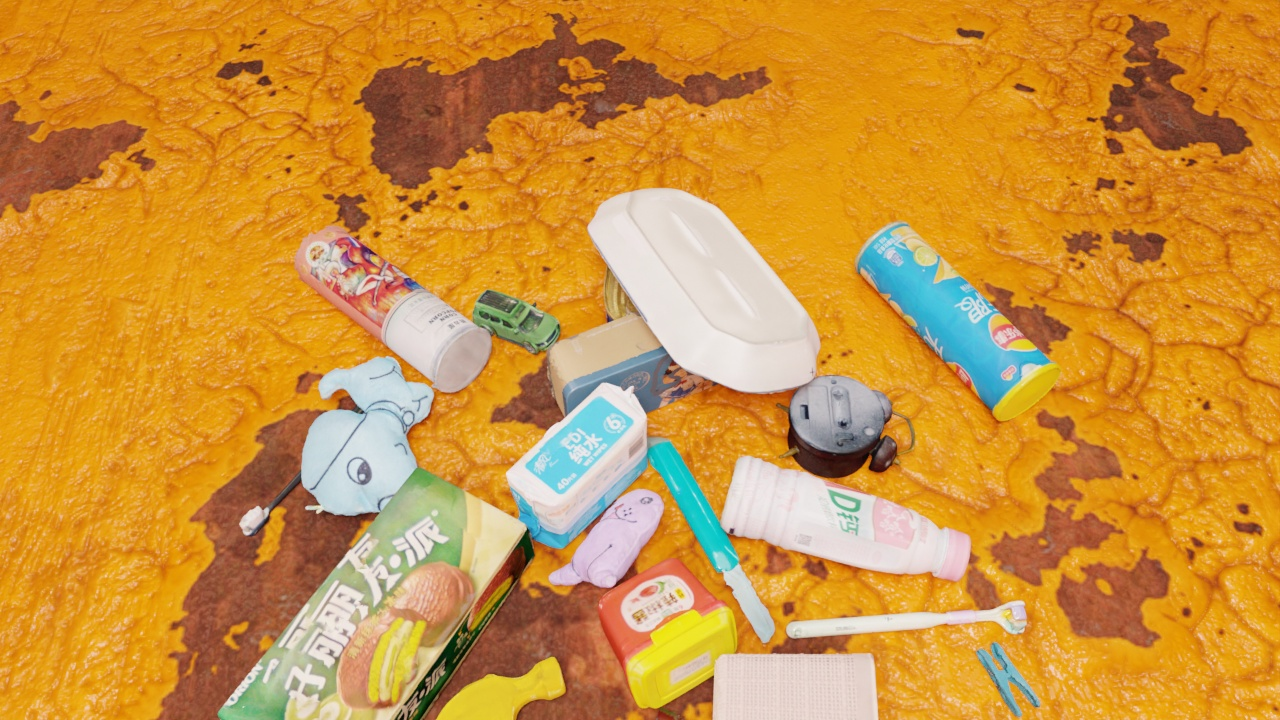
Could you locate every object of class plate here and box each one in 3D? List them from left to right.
[{"bbox_3d":[0.061,-0.077,0.825,0.161,0.034,0.265,-7,49,-32],"label":"plate"}]

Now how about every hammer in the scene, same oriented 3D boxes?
[{"bbox_3d":[-0.068,0.359,0.621,0.128,0.033,0.300,-20,56,-12],"label":"hammer"}]

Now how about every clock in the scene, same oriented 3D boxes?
[{"bbox_3d":[0.183,0.060,0.814,0.122,0.055,0.081,2,54,2],"label":"clock"}]

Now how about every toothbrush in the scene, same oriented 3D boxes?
[{"bbox_3d":[-0.294,0.086,0.835,0.016,0.018,0.180,25,57,22],"label":"toothbrush"},{"bbox_3d":[0.210,0.209,0.729,0.189,0.029,0.020,-3,12,1],"label":"toothbrush"}]

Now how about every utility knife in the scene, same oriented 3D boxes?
[{"bbox_3d":[0.056,0.145,0.782,0.029,0.013,0.215,-21,54,-14],"label":"utility knife"}]

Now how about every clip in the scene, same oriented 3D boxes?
[{"bbox_3d":[0.281,0.244,0.704,0.042,0.014,0.056,-22,56,-14],"label":"clip"}]

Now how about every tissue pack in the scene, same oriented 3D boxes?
[{"bbox_3d":[-0.050,0.088,0.779,0.063,0.090,0.139,36,63,23],"label":"tissue pack"}]

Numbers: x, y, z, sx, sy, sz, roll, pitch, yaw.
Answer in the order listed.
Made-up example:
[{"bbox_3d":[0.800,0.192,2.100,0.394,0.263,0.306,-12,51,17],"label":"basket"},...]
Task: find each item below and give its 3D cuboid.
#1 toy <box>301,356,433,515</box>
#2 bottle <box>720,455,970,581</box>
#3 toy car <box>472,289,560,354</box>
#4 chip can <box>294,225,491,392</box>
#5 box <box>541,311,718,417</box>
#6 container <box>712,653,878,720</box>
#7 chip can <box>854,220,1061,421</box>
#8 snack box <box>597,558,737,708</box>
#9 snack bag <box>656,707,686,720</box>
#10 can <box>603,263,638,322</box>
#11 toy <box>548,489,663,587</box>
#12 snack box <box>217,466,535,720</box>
[{"bbox_3d":[-0.247,0.072,0.820,0.161,0.050,0.156,36,61,19],"label":"toy"},{"bbox_3d":[0.167,0.136,0.756,0.197,0.068,0.068,16,56,8],"label":"bottle"},{"bbox_3d":[-0.123,-0.040,0.909,0.091,0.036,0.043,23,57,12],"label":"toy car"},{"bbox_3d":[-0.245,-0.054,0.900,0.215,0.071,0.071,34,62,24],"label":"chip can"},{"bbox_3d":[-0.005,0.005,0.839,0.184,0.090,0.061,-24,57,-14],"label":"box"},{"bbox_3d":[0.107,0.260,0.654,0.111,0.090,0.089,2,55,6],"label":"container"},{"bbox_3d":[0.296,-0.042,0.873,0.071,0.071,0.210,-26,58,-16],"label":"chip can"},{"bbox_3d":[0.018,0.207,0.704,0.091,0.082,0.080,-26,44,-16],"label":"snack box"},{"bbox_3d":[0.008,0.305,0.660,0.048,0.026,0.104,12,52,35],"label":"snack bag"},{"bbox_3d":[0.003,-0.079,0.922,0.074,0.049,0.147,5,55,5],"label":"can"},{"bbox_3d":[-0.022,0.148,0.759,0.084,0.039,0.107,-13,29,46],"label":"toy"},{"bbox_3d":[-0.195,0.209,0.713,0.114,0.063,0.239,25,59,19],"label":"snack box"}]
